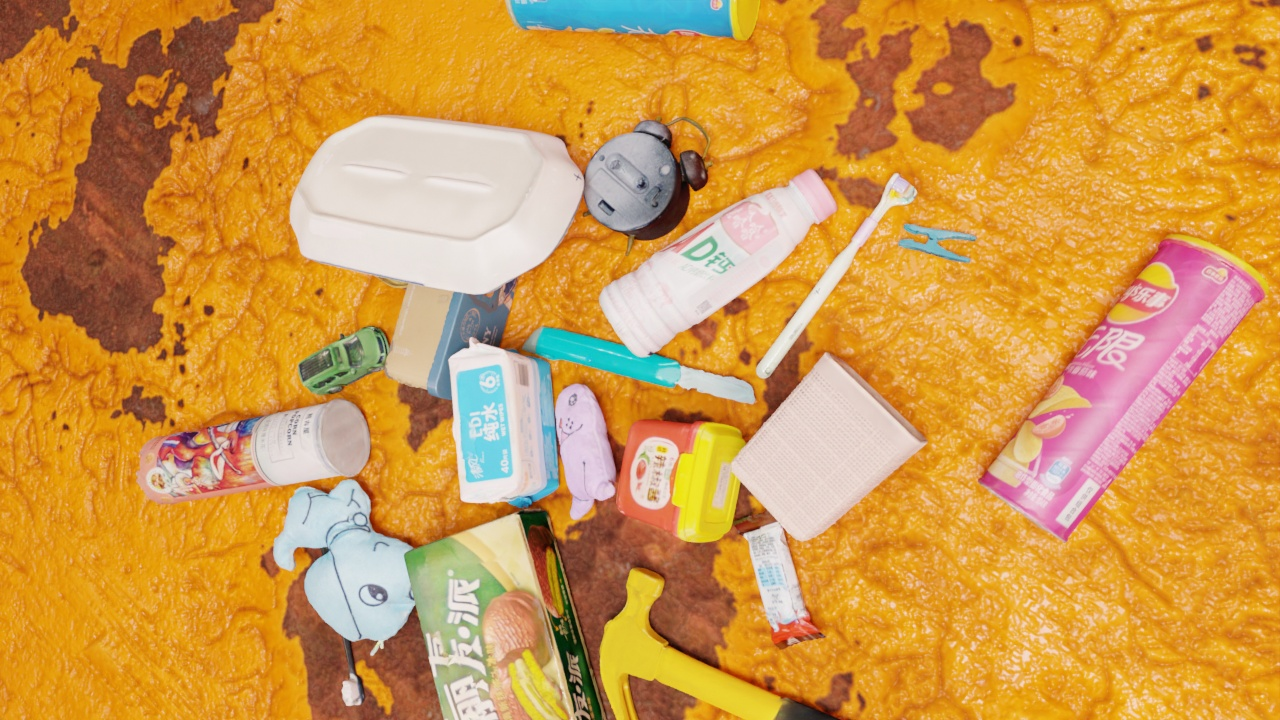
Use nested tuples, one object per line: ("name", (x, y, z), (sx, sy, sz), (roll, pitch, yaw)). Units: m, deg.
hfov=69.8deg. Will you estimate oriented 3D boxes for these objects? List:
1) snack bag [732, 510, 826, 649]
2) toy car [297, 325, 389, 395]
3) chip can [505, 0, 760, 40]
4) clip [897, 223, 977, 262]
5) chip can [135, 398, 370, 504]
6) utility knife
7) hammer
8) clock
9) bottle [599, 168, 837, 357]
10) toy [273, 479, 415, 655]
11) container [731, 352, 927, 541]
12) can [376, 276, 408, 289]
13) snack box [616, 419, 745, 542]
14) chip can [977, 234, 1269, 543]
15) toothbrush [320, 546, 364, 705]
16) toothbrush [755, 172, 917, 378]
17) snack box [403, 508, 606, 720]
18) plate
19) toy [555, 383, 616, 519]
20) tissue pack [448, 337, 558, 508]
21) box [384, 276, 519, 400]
("snack bag", (0.105, 0.168, 0.703), (0.048, 0.026, 0.104), (-27, 73, 35))
("toy car", (-0.278, 0.000, 0.859), (0.091, 0.036, 0.043), (-25, 74, 11))
("chip can", (-0.008, -0.313, 0.780), (0.210, 0.071, 0.071), (10, 87, 21))
("clip", (0.226, -0.089, 0.699), (0.056, 0.014, 0.042), (14, 88, 22))
("chip can", (-0.364, 0.088, 0.860), (0.215, 0.071, 0.071), (-11, 80, 19))
("utility knife", (-0.005, 0.005, 0.771), (0.216, 0.013, 0.029), (15, 88, 23))
("hammer", (0.104, 0.267, 0.689), (0.301, 0.032, 0.129), (17, 90, 21))
("clock", (0.007, -0.151, 0.764), (0.082, 0.055, 0.122), (44, 98, 20))
("bottle", (0.063, -0.080, 0.731), (0.197, 0.068, 0.068), (-33, 74, 9))
("toy", (-0.257, 0.184, 0.819), (0.161, 0.050, 0.156), (-11, 78, 14))
("container", (0.136, 0.066, 0.674), (0.111, 0.090, 0.090), (-47, 71, 12))
("can", (-0.229, -0.123, 0.848), (0.075, 0.049, 0.148), (-44, 72, 10))
("snack box", (0.031, 0.090, 0.717), (0.080, 0.082, 0.091), (8, 86, 34))
("chip can", (0.321, 0.020, 0.621), (0.071, 0.071, 0.210), (38, 97, 20))
("toothbrush", (-0.279, 0.225, 0.842), (0.016, 0.018, 0.181), (-20, 76, 20))
("toothbrush", (0.150, -0.063, 0.721), (0.190, 0.029, 0.020), (-54, 28, 8))
("snack box", (-0.104, 0.252, 0.750), (0.115, 0.063, 0.240), (-21, 78, 17))
("plate", (-0.176, -0.141, 0.749), (0.266, 0.034, 0.161), (14, 65, 23))
("toy", (-0.047, 0.072, 0.757), (0.084, 0.038, 0.108), (-45, 54, 53))
("tissue pack", (-0.114, 0.053, 0.764), (0.063, 0.090, 0.140), (-9, 81, 18))
("box", (-0.158, -0.046, 0.792), (0.061, 0.089, 0.184), (13, 89, 21))
